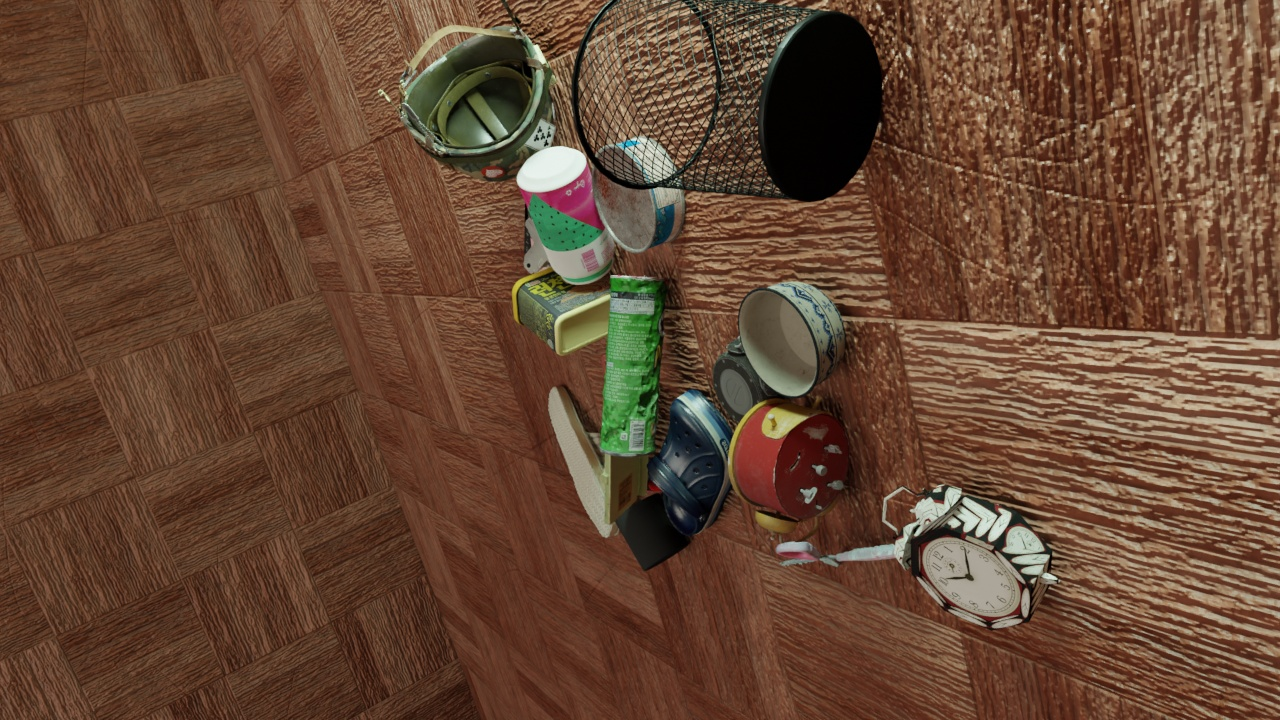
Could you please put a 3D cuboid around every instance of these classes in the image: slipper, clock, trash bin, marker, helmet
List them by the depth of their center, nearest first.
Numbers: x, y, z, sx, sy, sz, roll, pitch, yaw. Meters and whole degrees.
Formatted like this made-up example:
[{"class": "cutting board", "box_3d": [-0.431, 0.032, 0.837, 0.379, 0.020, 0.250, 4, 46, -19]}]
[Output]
[{"class": "trash bin", "box_3d": [0.077, -0.224, 0.787, 0.210, 0.183, 0.184, 24, 131, 45]}, {"class": "clock", "box_3d": [0.288, 0.163, 0.819, 0.155, 0.064, 0.115, 35, 142, 21]}, {"class": "clock", "box_3d": [0.164, 0.120, 0.952, 0.081, 0.116, 0.159, 14, 116, 52]}, {"class": "clock", "box_3d": [0.125, 0.024, 1.024, 0.091, 0.043, 0.123, 52, 149, 26]}, {"class": "helmet", "box_3d": [-0.205, -0.333, 1.156, 0.236, 0.192, 0.224, 54, 179, -40]}, {"class": "slipper", "box_3d": [0.060, 0.151, 1.187, 0.105, 0.095, 0.253, 49, 151, 35]}, {"class": "marker", "box_3d": [0.008, 0.188, 1.380, 0.023, 0.021, 0.145, 41, 157, -16]}, {"class": "slipper", "box_3d": [-0.086, 0.157, 1.486, 0.115, 0.054, 0.272, 106, 143, -55]}]

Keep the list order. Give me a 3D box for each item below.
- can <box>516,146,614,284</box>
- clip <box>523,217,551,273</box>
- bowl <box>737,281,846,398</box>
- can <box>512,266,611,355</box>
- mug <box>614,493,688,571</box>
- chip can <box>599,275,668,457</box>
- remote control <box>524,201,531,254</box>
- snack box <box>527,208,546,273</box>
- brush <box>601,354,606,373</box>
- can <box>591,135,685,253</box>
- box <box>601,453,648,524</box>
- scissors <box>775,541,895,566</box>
[{"class": "can", "box_3d": [-0.091, -0.182, 1.164, 0.088, 0.088, 0.166, 38, 157, 42]}, {"class": "clip", "box_3d": [-0.142, -0.148, 1.300, 0.101, 0.040, 0.054, 54, 136, 21]}, {"class": "bowl", "box_3d": [0.157, -0.027, 0.912, 0.115, 0.059, 0.116, 40, 143, 40]}, {"class": "can", "box_3d": [-0.089, -0.074, 1.233, 0.101, 0.130, 0.073, 39, 142, 37]}, {"class": "mug", "box_3d": [0.018, 0.258, 1.371, 0.088, 0.078, 0.113, 58, 178, 15]}, {"class": "chip can", "box_3d": [-0.008, 0.007, 1.135, 0.075, 0.075, 0.223, 13, 100, 57]}, {"class": "remote control", "box_3d": [-0.160, -0.209, 1.375, 0.034, 0.013, 0.150, 47, 147, 32]}, {"class": "snack box", "box_3d": [-0.123, -0.156, 1.330, 0.088, 0.033, 0.154, 38, 142, 41]}, {"class": "brush", "box_3d": [-0.038, 0.074, 1.364, 0.041, 0.030, 0.172, 13, 122, 57]}, {"class": "can", "box_3d": [-0.004, -0.194, 1.080, 0.130, 0.044, 0.130, 40, 143, 40]}, {"class": "box", "box_3d": [-0.012, 0.125, 1.273, 0.048, 0.140, 0.188, 16, 130, 17]}, {"class": "scissors", "box_3d": [0.212, 0.208, 0.973, 0.170, 0.168, 0.014, 41, -134, -60]}]
